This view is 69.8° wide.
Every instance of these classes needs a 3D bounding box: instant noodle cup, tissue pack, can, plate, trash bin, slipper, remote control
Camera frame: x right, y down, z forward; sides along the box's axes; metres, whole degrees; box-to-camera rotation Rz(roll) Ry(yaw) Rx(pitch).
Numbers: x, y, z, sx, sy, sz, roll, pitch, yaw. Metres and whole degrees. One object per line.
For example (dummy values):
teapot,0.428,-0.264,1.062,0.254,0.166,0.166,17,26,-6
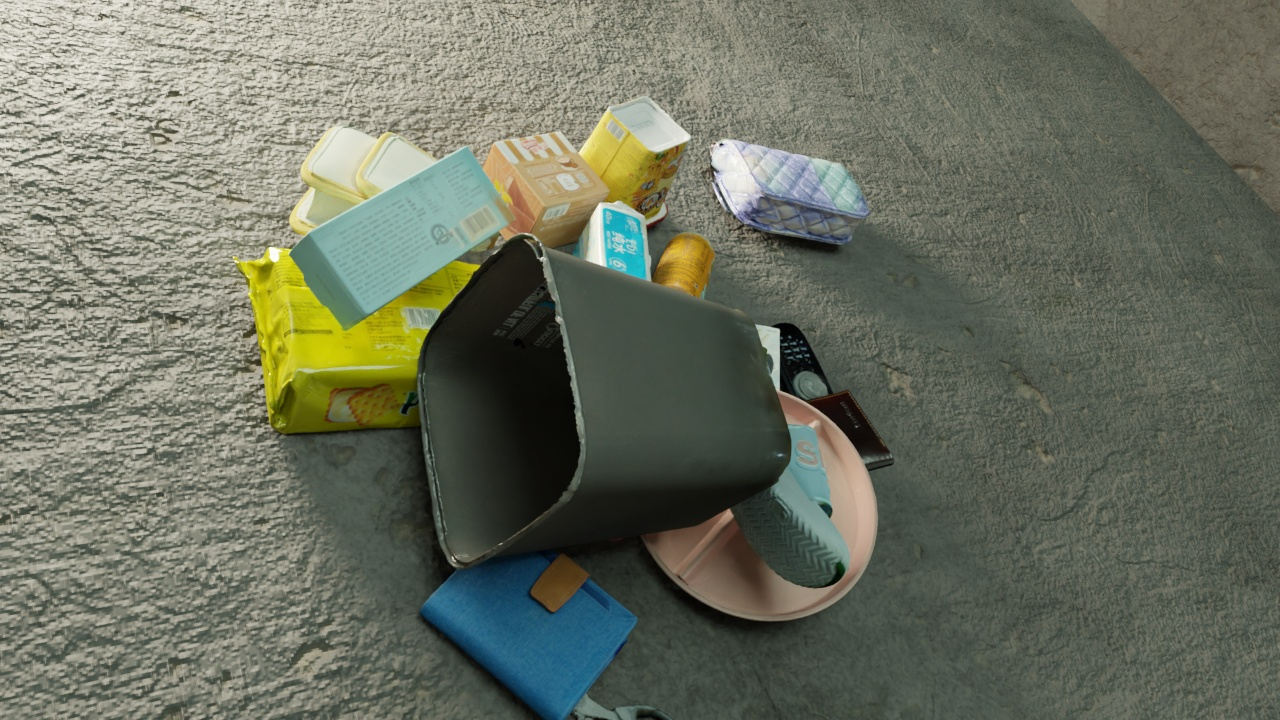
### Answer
instant noodle cup,-0.014,-0.217,1.022,0.116,0.124,0.115,45,44,12
tissue pack,-0.029,-0.085,0.923,0.063,0.090,0.139,14,47,-20
can,0.043,-0.084,0.971,0.058,0.058,0.145,30,32,-6
plate,0.101,0.124,0.828,0.229,0.028,0.229,6,57,-9
trash bin,-0.025,0.038,0.695,0.219,0.200,0.198,5,59,-38
slipper,0.107,0.082,0.781,0.074,0.104,0.245,-16,56,-20
remote control,0.177,0.019,1.004,0.053,0.024,0.136,-5,59,-28

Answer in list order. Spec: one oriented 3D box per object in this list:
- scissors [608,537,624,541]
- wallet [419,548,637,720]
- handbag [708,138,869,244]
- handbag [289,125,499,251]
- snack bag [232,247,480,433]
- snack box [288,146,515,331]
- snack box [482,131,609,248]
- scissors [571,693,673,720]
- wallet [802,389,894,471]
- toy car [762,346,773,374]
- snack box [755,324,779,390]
scissors,-0.038,0.091,0.800,0.105,0.017,0.135,7,58,-3
wallet,-0.081,0.191,0.685,0.133,0.040,0.106,37,48,10
handbag,0.190,-0.217,1.183,0.193,0.076,0.134,6,46,-29
handbag,-0.214,-0.153,0.844,0.178,0.063,0.163,14,29,-11
snack bag,-0.206,-0.022,0.779,0.246,0.068,0.158,-1,54,-33
snack box,-0.188,-0.101,0.740,0.174,0.052,0.074,-42,103,-39
snack box,-0.106,-0.176,0.965,0.092,0.077,0.094,-23,68,-42
scissors,-0.040,0.257,0.676,0.159,0.014,0.173,13,46,-21
wallet,0.185,0.080,0.939,0.122,0.020,0.096,-11,57,-20
toy car,0.087,-0.002,0.912,0.090,0.035,0.042,20,83,3
snack box,0.100,0.021,0.942,0.084,0.027,0.156,11,46,-3
